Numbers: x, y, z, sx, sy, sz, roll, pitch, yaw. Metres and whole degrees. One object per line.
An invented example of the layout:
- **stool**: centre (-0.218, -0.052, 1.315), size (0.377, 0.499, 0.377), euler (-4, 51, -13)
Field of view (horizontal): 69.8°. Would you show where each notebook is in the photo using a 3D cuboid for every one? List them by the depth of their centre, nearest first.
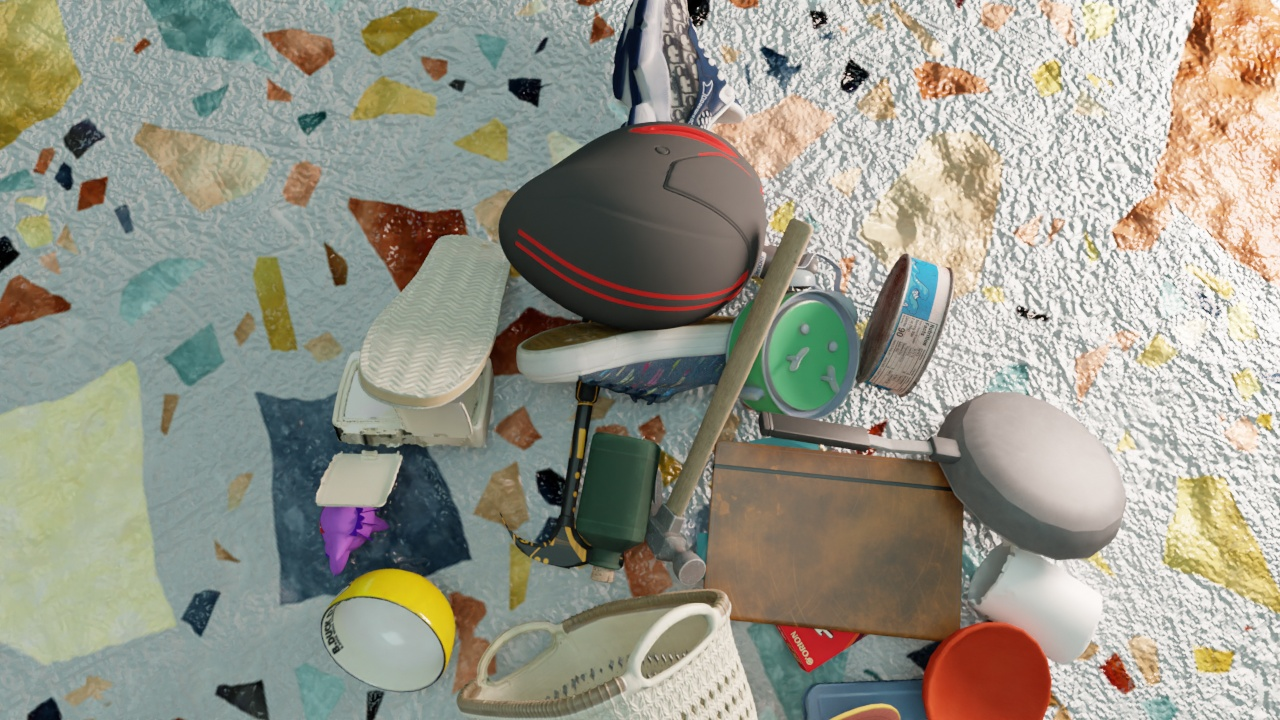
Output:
- **notebook**: centre (0.171, 0.157, 0.848), size (0.249, 0.014, 0.178), euler (6, 79, 1)

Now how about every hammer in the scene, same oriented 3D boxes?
- **hammer**: centre (0.075, 0.030, 0.821), size (0.030, 0.119, 0.331), euler (13, 105, -31)
- **hammer**: centre (-0.057, 0.041, 0.900), size (0.123, 0.036, 0.320), euler (9, 79, -4)

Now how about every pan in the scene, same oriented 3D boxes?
- **pan**: centre (0.277, 0.080, 0.823), size (0.357, 0.041, 0.178), euler (10, 45, -11)

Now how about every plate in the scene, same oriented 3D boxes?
- **plate**: centre (0.117, 0.354, 0.754), size (0.229, 0.230, 0.021), euler (-34, 50, -7)

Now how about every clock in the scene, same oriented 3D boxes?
- **clock**: centre (0.154, -0.024, 0.869), size (0.121, 0.075, 0.161), euler (27, 79, -32)

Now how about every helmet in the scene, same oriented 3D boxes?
- **helmet**: centre (0.006, -0.110, 0.817), size (0.264, 0.165, 0.169), euler (3, 47, -19)

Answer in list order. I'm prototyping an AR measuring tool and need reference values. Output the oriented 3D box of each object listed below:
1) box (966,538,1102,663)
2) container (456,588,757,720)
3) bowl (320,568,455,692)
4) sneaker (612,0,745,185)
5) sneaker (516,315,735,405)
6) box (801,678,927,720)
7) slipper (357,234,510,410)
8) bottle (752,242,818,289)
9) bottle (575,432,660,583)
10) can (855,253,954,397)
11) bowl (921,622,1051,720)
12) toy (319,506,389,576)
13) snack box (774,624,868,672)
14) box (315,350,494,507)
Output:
- **box**: centre (0.348, 0.193, 0.852), size (0.162, 0.084, 0.112), euler (31, 87, 7)
- **container**: centre (-0.023, 0.279, 0.748), size (0.184, 0.247, 0.143), euler (-24, 89, -39)
- **bowl**: centre (-0.220, 0.234, 0.830), size (0.117, 0.067, 0.117), euler (5, 121, 9)
- **sneaker**: centre (0.045, -0.279, 0.950), size (0.132, 0.103, 0.269), euler (5, 78, -14)
- **sneaker**: centre (-0.005, 0.005, 0.867), size (0.235, 0.087, 0.079), euler (-7, 103, -26)
- **box**: centre (0.254, 0.329, 0.851), size (0.209, 0.049, 0.066), euler (-1, 59, -3)
- **slipper**: centre (-0.185, -0.036, 0.845), size (0.115, 0.052, 0.262), euler (13, 36, -2)
- **bottle**: centre (0.124, -0.101, 0.930), size (0.110, 0.036, 0.036), euler (16, 78, 3)
- **bottle**: centre (-0.023, 0.136, 0.838), size (0.061, 0.061, 0.131), euler (9, 81, 12)
- **can**: centre (0.248, -0.033, 0.869), size (0.044, 0.130, 0.129), euler (19, 78, 3)
- **bowl**: centre (0.297, 0.285, 0.807), size (0.122, 0.035, 0.122), euler (-1, 93, -12)
- **toy**: centre (-0.267, 0.148, 0.849), size (0.056, 0.088, 0.106), euler (11, 78, -5)
- **snack box**: centre (0.170, 0.190, 0.869), size (0.132, 0.036, 0.152), euler (-30, 80, -6)
- **box**: centre (-0.214, 0.043, 0.840), size (0.145, 0.185, 0.095), euler (0, 121, -3)
